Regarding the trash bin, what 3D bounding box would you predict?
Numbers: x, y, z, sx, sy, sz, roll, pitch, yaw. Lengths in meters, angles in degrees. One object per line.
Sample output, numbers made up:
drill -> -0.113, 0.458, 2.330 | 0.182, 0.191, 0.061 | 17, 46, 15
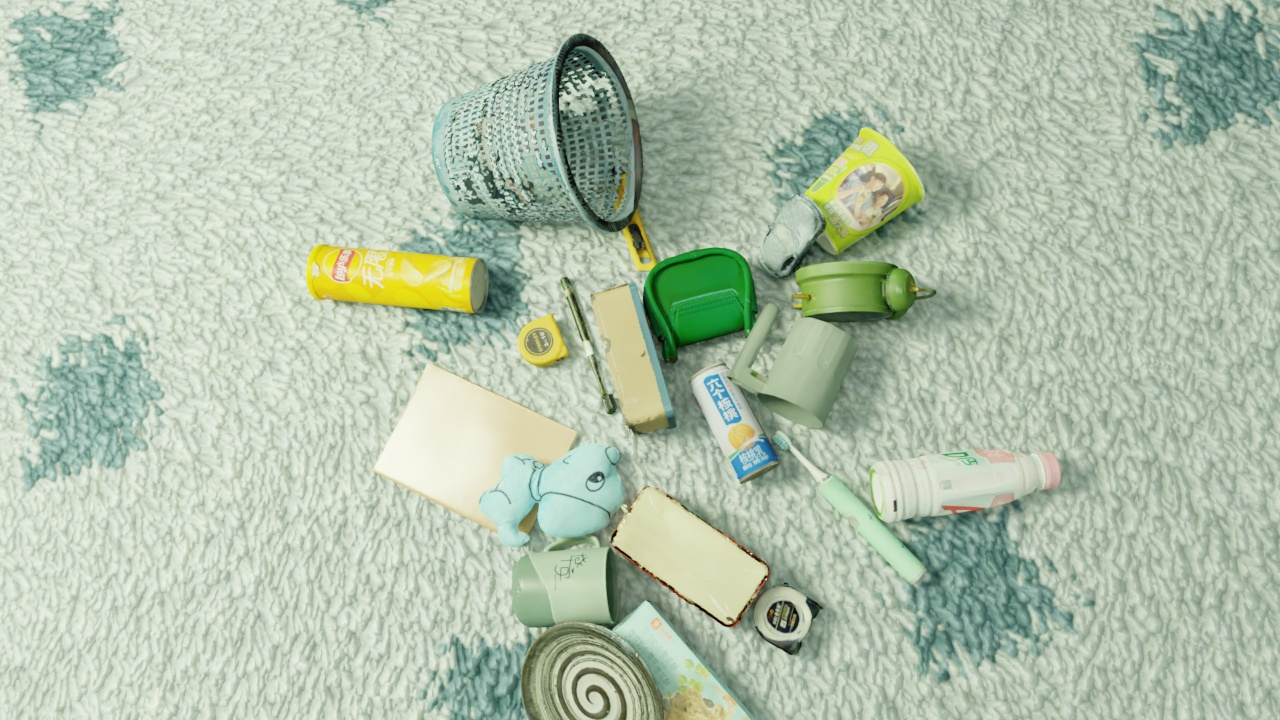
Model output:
trash bin -> -0.129, -0.254, 1.095 | 0.195, 0.226, 0.226 | -4, 74, 25

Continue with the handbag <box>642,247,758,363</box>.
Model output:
handbag -> 0.072, -0.067, 1.086 | 0.131, 0.068, 0.120 | -16, 80, -2

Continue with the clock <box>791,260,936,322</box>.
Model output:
clock -> 0.254, -0.077, 1.049 | 0.161, 0.116, 0.056 | -1, 86, 10

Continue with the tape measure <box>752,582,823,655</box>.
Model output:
tape measure -> 0.156, 0.280, 1.006 | 0.066, 0.033, 0.065 | 31, 79, 11

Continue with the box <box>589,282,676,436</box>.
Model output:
box -> -0.006, 0.006, 1.069 | 0.061, 0.090, 0.184 | -18, 76, 0

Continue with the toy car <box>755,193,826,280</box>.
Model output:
toy car -> 0.174, -0.143, 1.074 | 0.036, 0.121, 0.054 | -28, 72, -29

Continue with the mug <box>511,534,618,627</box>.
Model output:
mug -> -0.082, 0.242, 1.023 | 0.106, 0.082, 0.111 | -6, 42, 8

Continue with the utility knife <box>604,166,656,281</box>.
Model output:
utility knife -> -0.001, -0.151, 1.147 | 0.033, 0.015, 0.215 | -20, 75, 3

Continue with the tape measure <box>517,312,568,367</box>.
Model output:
tape measure -> -0.120, -0.021, 1.119 | 0.057, 0.029, 0.060 | -23, 74, -1

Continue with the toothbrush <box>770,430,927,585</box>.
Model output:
toothbrush -> 0.232, 0.161, 1.032 | 0.027, 0.027, 0.224 | -32, 71, -36

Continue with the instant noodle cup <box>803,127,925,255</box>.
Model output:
instant noodle cup -> 0.251, -0.193, 1.088 | 0.123, 0.111, 0.111 | -40, 74, 3

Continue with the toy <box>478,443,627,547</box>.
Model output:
toy -> -0.092, 0.154, 1.054 | 0.156, 0.050, 0.161 | 30, 76, 3

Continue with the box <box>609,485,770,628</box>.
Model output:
box -> 0.056, 0.214, 1.012 | 0.168, 0.077, 0.091 | 33, 82, 13

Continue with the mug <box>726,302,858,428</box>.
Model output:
mug -> 0.174, 0.004, 1.045 | 0.124, 0.084, 0.103 | 30, 78, -5

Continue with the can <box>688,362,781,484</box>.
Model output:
can -> 0.107, 0.071, 1.056 | 0.053, 0.053, 0.134 | -27, 74, -1

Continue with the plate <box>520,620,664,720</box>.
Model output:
plate -> -0.049, 0.362, 0.982 | 0.180, 0.024, 0.179 | 5, 101, 28

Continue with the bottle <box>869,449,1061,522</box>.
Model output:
bottle -> 0.356, 0.133, 1.006 | 0.197, 0.068, 0.068 | -7, 74, 1

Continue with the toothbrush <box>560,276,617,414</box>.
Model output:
toothbrush -> -0.064, -0.021, 1.119 | 0.012, 0.017, 0.185 | -11, 71, -29

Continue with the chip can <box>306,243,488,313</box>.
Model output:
chip can -> -0.300, -0.101, 1.141 | 0.213, 0.072, 0.072 | 5, 76, 7

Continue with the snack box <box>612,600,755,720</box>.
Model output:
snack box -> 0.039, 0.349, 0.991 | 0.074, 0.051, 0.175 | -43, 75, -4

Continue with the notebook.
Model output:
notebook -> -0.200, 0.110, 1.103 | 0.211, 0.012, 0.149 | 24, 80, 12
